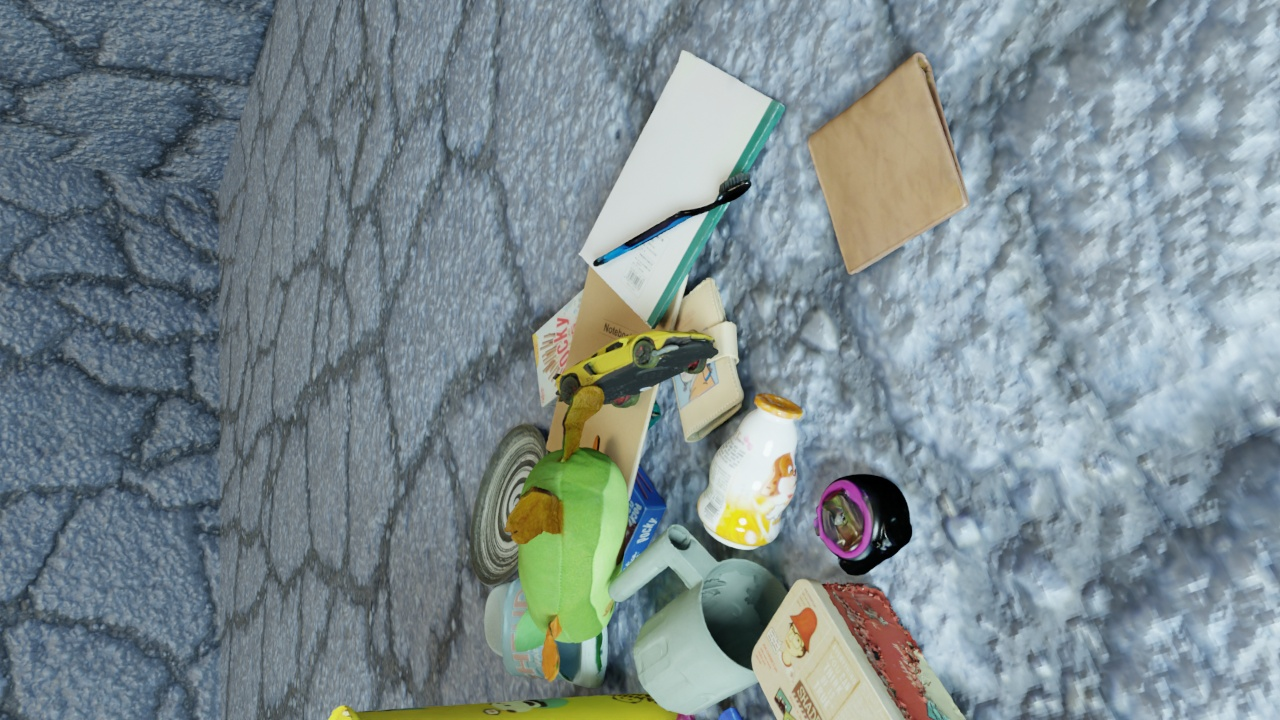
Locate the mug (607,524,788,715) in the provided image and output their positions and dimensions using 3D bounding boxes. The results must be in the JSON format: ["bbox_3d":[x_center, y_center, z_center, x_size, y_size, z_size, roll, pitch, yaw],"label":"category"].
[{"bbox_3d":[0.039,0.189,0.669,0.124,0.083,0.104,46,134,7],"label":"mug"}]

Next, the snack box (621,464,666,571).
[{"bbox_3d":[-0.033,0.119,0.859,0.157,0.026,0.085,53,128,46],"label":"snack box"}]

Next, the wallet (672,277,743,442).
[{"bbox_3d":[0.052,-0.002,0.755,0.087,0.024,0.115,-44,48,51],"label":"wallet"}]

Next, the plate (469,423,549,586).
[{"bbox_3d":[-0.136,0.157,0.995,0.180,0.024,0.179,-38,42,45],"label":"plate"}]

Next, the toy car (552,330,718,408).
[{"bbox_3d":[-0.004,0.004,0.743,0.156,0.071,0.041,-25,69,41],"label":"toy car"}]

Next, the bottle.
[{"bbox_3d":[0.082,0.079,0.658,0.063,0.063,0.108,40,118,52],"label":"bottle"}]

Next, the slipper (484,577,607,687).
[{"bbox_3d":[-0.108,0.261,0.908,0.246,0.074,0.104,-17,70,56],"label":"slipper"}]

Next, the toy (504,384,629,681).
[{"bbox_3d":[-0.055,0.144,0.736,0.247,0.090,0.226,91,-170,-45],"label":"toy"}]

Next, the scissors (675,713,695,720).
[{"bbox_3d":[0.035,0.263,0.713,0.017,0.057,0.133,-27,34,15],"label":"scissors"}]

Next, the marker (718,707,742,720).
[{"bbox_3d":[0.097,0.305,0.641,0.145,0.016,0.017,50,125,48],"label":"marker"}]

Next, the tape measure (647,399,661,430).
[{"bbox_3d":[-0.006,0.044,0.832,0.058,0.025,0.054,-45,47,39],"label":"tape measure"}]

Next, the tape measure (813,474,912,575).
[{"bbox_3d":[0.141,0.102,0.587,0.057,0.039,0.057,-49,46,41],"label":"tape measure"}]

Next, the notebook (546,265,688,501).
[{"bbox_3d":[-0.027,0.006,0.837,0.148,0.008,0.208,25,104,52],"label":"notebook"}]

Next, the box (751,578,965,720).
[{"bbox_3d":[0.144,0.216,0.544,0.091,0.076,0.168,-66,31,27],"label":"box"}]

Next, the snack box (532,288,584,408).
[{"bbox_3d":[-0.058,-0.018,0.920,0.157,0.026,0.084,-36,56,48],"label":"snack box"}]

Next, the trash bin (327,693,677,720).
[{"bbox_3d":[-0.095,0.364,0.693,0.230,0.254,0.229,-9,80,60],"label":"trash bin"}]

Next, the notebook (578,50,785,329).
[{"bbox_3d":[0.026,-0.150,0.792,0.209,0.012,0.150,-60,41,17],"label":"notebook"}]

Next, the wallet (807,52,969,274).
[{"bbox_3d":[0.163,-0.128,0.611,0.101,0.020,0.115,-32,62,49],"label":"wallet"}]

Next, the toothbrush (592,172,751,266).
[{"bbox_3d":[0.021,-0.114,0.767,0.190,0.014,0.016,-22,62,45],"label":"toothbrush"}]
